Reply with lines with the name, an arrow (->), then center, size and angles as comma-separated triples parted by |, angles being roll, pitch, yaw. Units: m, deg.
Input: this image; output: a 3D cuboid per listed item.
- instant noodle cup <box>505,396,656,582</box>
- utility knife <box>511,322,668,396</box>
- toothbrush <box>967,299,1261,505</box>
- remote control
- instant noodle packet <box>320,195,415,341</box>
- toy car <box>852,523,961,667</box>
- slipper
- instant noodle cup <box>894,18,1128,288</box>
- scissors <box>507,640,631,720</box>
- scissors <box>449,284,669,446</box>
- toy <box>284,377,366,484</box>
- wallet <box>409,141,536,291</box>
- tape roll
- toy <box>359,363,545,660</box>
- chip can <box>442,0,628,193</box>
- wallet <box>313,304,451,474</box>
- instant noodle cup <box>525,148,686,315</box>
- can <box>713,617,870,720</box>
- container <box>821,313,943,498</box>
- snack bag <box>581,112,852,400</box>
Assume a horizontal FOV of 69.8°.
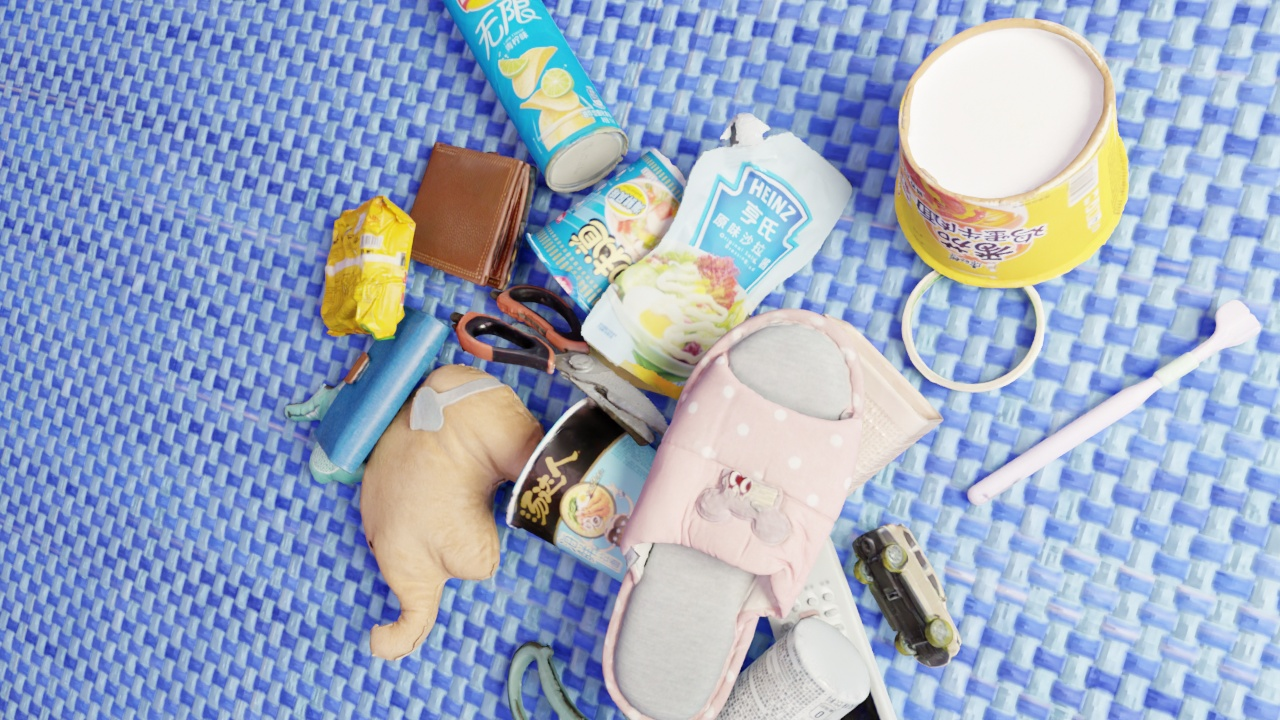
instant noodle cup -> -0.011, 0.100, 0.628 | 0.120, 0.111, 0.111 | 32, 98, 15
utility knife -> -0.004, 0.004, 0.676 | 0.219, 0.022, 0.031 | 14, 90, 17
toothbrush -> 0.278, 0.031, 0.552 | 0.189, 0.021, 0.029 | -39, 104, 17
remote control -> 0.121, 0.192, 0.603 | 0.058, 0.021, 0.150 | -24, 76, 20
instant noodle packet -> -0.218, -0.071, 0.734 | 0.129, 0.044, 0.110 | 3, 87, 58
toy car -> 0.169, 0.147, 0.576 | 0.035, 0.042, 0.090 | -18, 72, -25
slipper -> 0.046, 0.099, 0.534 | 0.114, 0.054, 0.274 | 26, 101, 17
instant noodle cup -> 0.212, -0.122, 0.536 | 0.138, 0.109, 0.138 | -6, 75, 23
scissors -> -0.017, 0.221, 0.641 | 0.179, 0.019, 0.170 | -52, 43, -6
scissors -> -0.062, 0.003, 0.636 | 0.193, 0.206, 0.015 | 1, 124, 2
toy -> -0.261, 0.060, 0.776 | 0.097, 0.030, 0.092 | -5, 79, 21
wallet -> -0.139, -0.118, 0.728 | 0.125, 0.032, 0.101 | 21, 95, 39
tape roll -> 0.212, -0.022, 0.587 | 0.086, 0.014, 0.085 | -2, 84, 23
toy -> -0.159, 0.112, 0.700 | 0.143, 0.082, 0.226 | 33, 101, 35
chip can -> -0.089, -0.232, 0.705 | 0.071, 0.071, 0.210 | -34, 73, 17
wallet -> -0.203, 0.018, 0.715 | 0.133, 0.040, 0.106 | -57, 25, -8
instant noodle cup -> -0.008, -0.088, 0.650 | 0.110, 0.099, 0.099 | -40, 71, 6
can -> 0.077, 0.227, 0.583 | 0.058, 0.058, 0.147 | 49, 118, 19
container -> 0.115, 0.042, 0.585 | 0.111, 0.090, 0.090 | -46, 70, 16
snack bag -> 0.053, -0.067, 0.615 | 0.110, 0.039, 0.191 | 33, 100, -18
